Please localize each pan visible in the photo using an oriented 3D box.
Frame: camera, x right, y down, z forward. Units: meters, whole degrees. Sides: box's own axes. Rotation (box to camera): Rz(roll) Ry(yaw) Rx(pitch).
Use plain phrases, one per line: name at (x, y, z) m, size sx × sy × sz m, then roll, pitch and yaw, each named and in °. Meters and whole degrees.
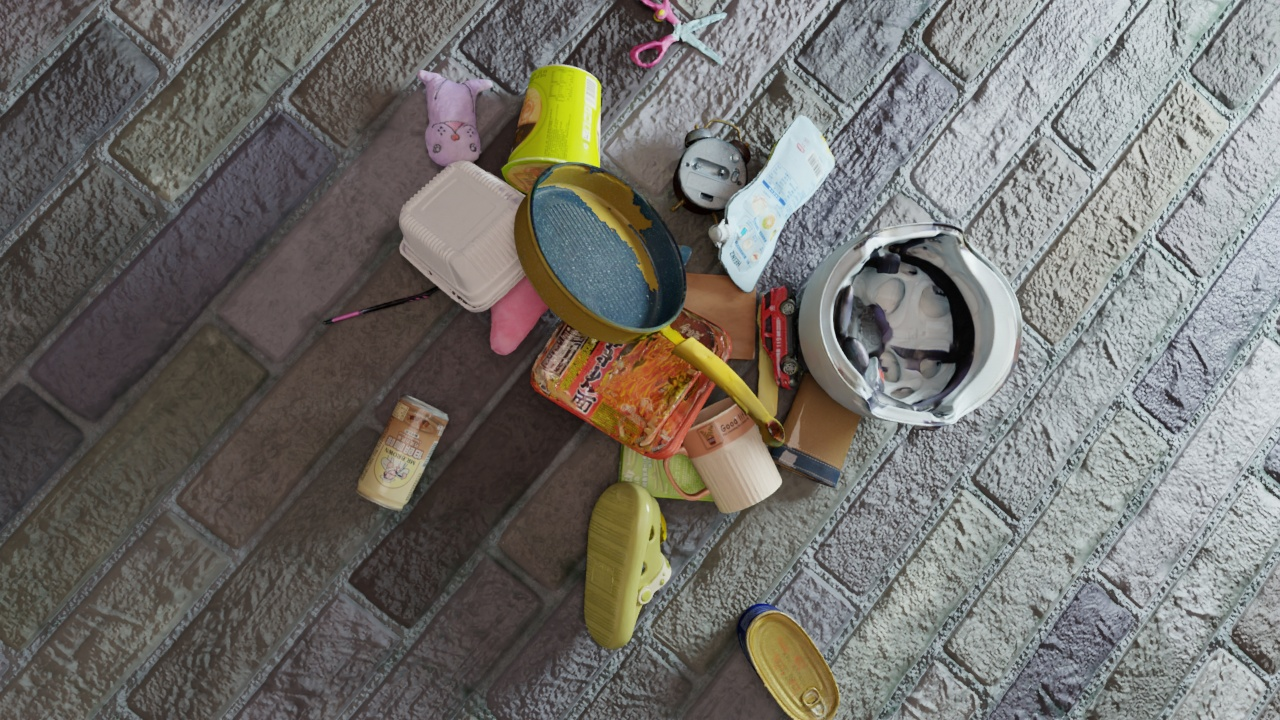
pan at (0.017, -0.051, 0.918) m, size 0.357 × 0.078 × 0.197 m, roll 56°, pitch 41°, yaw 1°

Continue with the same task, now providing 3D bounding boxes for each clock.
clock at (0.083, -0.222, 1.064) m, size 0.082 × 0.055 × 0.122 m, roll 18°, pitch 85°, yaw -7°

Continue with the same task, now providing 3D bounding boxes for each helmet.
helmet at (0.286, -0.036, 1.043) m, size 0.258 × 0.146 × 0.229 m, roll -2°, pitch 90°, yaw -25°

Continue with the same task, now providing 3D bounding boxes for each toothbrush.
toothbrush at (-0.262, -0.066, 1.029) m, size 0.189 × 0.014 × 0.018 m, roll -18°, pitch 100°, yaw -8°

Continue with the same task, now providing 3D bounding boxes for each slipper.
slipper at (-0.012, 0.227, 1.029) m, size 0.081 × 0.092 × 0.190 m, roll 4°, pitch 99°, yaw -40°

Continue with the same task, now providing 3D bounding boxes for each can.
can at (-0.259, 0.100, 1.001) m, size 0.058 × 0.058 × 0.116 m, roll 27°, pitch 85°, yaw -7°
can at (0.170, 0.351, 1.063) m, size 0.074 × 0.049 × 0.148 m, roll -35°, pitch 94°, yaw -8°

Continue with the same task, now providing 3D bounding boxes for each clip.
clip at (0.031, -0.129, 1.073) m, size 0.058 × 0.045 × 0.027 m, roll 26°, pitch 86°, yaw -1°

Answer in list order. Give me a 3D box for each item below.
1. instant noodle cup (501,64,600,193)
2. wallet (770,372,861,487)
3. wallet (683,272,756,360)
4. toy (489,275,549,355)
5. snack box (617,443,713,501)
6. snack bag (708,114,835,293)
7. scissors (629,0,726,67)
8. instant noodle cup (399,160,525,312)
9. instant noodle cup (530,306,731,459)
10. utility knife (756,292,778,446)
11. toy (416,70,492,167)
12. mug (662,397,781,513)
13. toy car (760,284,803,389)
instant noodle cup at (-0.091, -0.255, 1.019) m, size 0.111 × 0.112 × 0.123 m, roll 8°, pitch 78°, yaw -8°
wallet at (0.211, 0.083, 1.087) m, size 0.090 × 0.033 × 0.115 m, roll 24°, pitch 84°, yaw -10°
wallet at (0.080, -0.051, 1.077) m, size 0.115 × 0.020 × 0.101 m, roll 3°, pitch 87°, yaw -11°
toy at (-0.115, -0.114, 1.007) m, size 0.194 × 0.074 × 0.178 m, roll -33°, pitch 64°, yaw -1°
snack box at (0.054, 0.119, 1.064) m, size 0.156 × 0.026 × 0.085 m, roll 5°, pitch 88°, yaw -9°
snack bag at (0.151, -0.180, 1.058) m, size 0.039 × 0.110 × 0.190 m, roll 30°, pitch 78°, yaw 37°
scissors at (0.040, -0.385, 1.083) m, size 0.133 × 0.017 × 0.131 m, roll 36°, pitch 81°, yaw -10°
instant noodle cup at (-0.181, -0.143, 0.969) m, size 0.138 × 0.060 × 0.173 m, roll -45°, pitch 51°, yaw -10°
instant noodle cup at (-0.006, 0.006, 1.015) m, size 0.189 × 0.079 × 0.164 m, roll 30°, pitch 84°, yaw 15°
utility knife at (0.150, 0.013, 1.084) m, size 0.031 × 0.020 × 0.188 m, roll 4°, pitch 80°, yaw -12°
toy at (-0.208, -0.268, 1.030) m, size 0.083 × 0.039 × 0.108 m, roll 0°, pitch 87°, yaw -17°
mug at (0.085, 0.111, 1.014) m, size 0.114 × 0.081 × 0.106 m, roll -28°, pitch 95°, yaw -4°
toy car at (0.163, -0.026, 1.059) m, size 0.045 × 0.053 × 0.120 m, roll -6°, pitch 80°, yaw 18°
